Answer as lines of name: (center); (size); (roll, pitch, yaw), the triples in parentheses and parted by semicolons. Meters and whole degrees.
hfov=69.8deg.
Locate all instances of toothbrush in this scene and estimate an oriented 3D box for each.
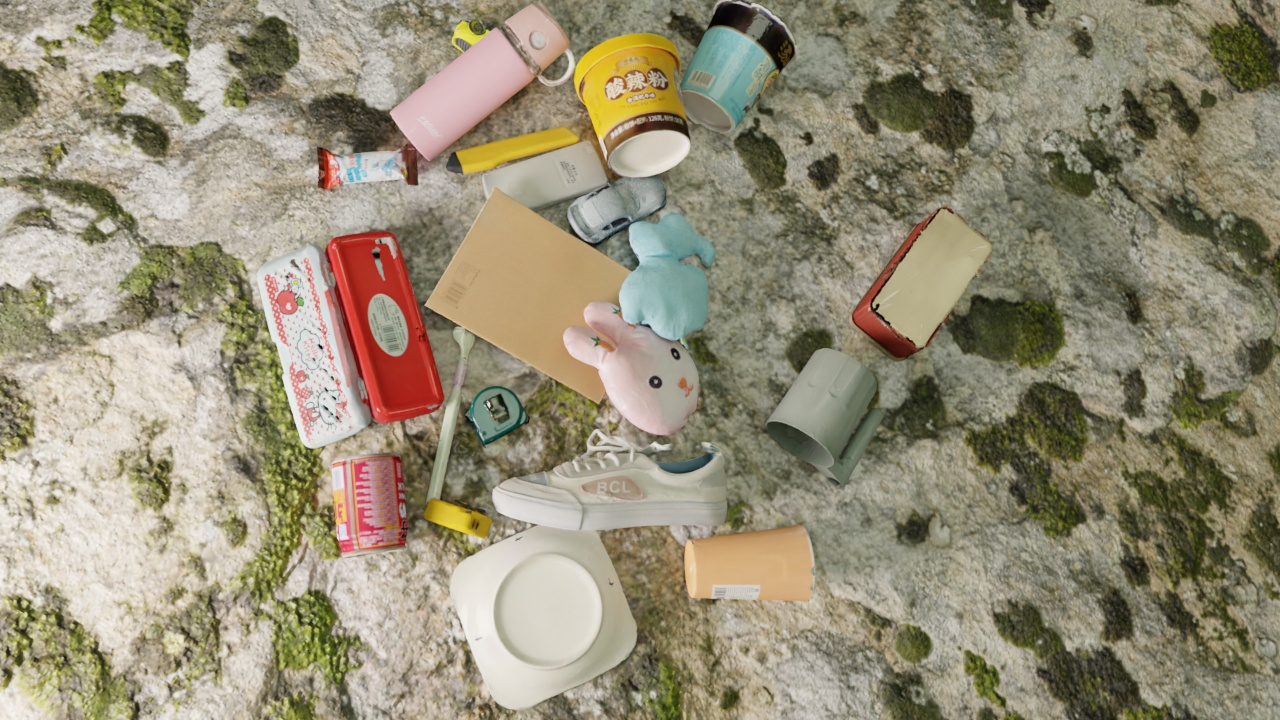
toothbrush: (-0.197, 0.059, 0.946); (0.029, 0.020, 0.189); (19, 74, -40)

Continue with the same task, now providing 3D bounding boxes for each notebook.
notebook: (-0.101, -0.069, 0.982); (0.211, 0.012, 0.149); (30, 75, -11)

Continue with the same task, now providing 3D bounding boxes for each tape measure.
tape measure: (-0.150, 0.054, 0.952); (0.058, 0.025, 0.054); (-28, 85, -16)
tape measure: (-0.175, 0.155, 0.908); (0.060, 0.057, 0.029); (11, 74, 33)

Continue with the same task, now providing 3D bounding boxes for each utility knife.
utility knife: (-0.142, -0.232, 1.019); (0.153, 0.015, 0.033); (-17, 61, -14)

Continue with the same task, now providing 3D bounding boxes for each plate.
plate: (-0.094, 0.250, 0.916); (0.163, 0.034, 0.164); (-23, 83, -15)

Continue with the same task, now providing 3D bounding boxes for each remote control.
remote control: (-0.106, -0.199, 1.019); (0.135, 0.019, 0.056); (-22, 83, -15)

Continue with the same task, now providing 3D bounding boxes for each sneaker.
sneaker: (-0.026, 0.118, 0.926); (0.242, 0.089, 0.091); (2, 93, -15)

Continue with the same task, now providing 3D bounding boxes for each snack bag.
snack bag: (-0.291, -0.208, 0.981); (0.104, 0.026, 0.048); (-4, 91, -11)

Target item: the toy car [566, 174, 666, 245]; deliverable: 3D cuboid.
toy car: (-0.025, -0.173, 1.022); (0.120, 0.037, 0.054); (-30, 84, -19)

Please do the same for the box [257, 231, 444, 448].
box: (-0.295, -0.026, 0.927); (0.159, 0.065, 0.201); (-17, 81, -10)

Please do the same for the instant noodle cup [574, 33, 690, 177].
instant noodle cup: (-0.004, -0.271, 0.997); (0.118, 0.119, 0.114); (-9, 73, -13)

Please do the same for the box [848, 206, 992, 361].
box: (0.327, -0.089, 1.050); (0.091, 0.078, 0.168); (39, 74, 0)

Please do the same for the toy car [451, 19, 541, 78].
toy car: (-0.160, -0.342, 1.025); (0.105, 0.048, 0.032); (22, 75, -6)

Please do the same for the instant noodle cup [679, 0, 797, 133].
instant noodle cup: (0.103, -0.330, 1.052); (0.111, 0.111, 0.120); (31, 82, -3)

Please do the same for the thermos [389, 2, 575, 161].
thermos: (-0.163, -0.291, 0.979); (0.198, 0.067, 0.087); (-37, 119, 1)

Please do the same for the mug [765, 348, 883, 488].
mug: (0.209, 0.063, 1.001); (0.124, 0.084, 0.103); (45, 70, -27)

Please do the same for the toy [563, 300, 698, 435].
toy: (-0.006, 0.006, 0.961); (0.159, 0.054, 0.121); (39, 46, -5)

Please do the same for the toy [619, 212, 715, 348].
toy: (0.031, -0.087, 0.994); (0.161, 0.050, 0.156); (-19, 71, -35)

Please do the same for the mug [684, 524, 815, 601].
mug: (0.110, 0.212, 0.946); (0.122, 0.078, 0.078); (-2, 78, -7)

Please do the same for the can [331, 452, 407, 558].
can: (-0.262, 0.140, 0.889); (0.066, 0.067, 0.093); (-6, 79, -13)
